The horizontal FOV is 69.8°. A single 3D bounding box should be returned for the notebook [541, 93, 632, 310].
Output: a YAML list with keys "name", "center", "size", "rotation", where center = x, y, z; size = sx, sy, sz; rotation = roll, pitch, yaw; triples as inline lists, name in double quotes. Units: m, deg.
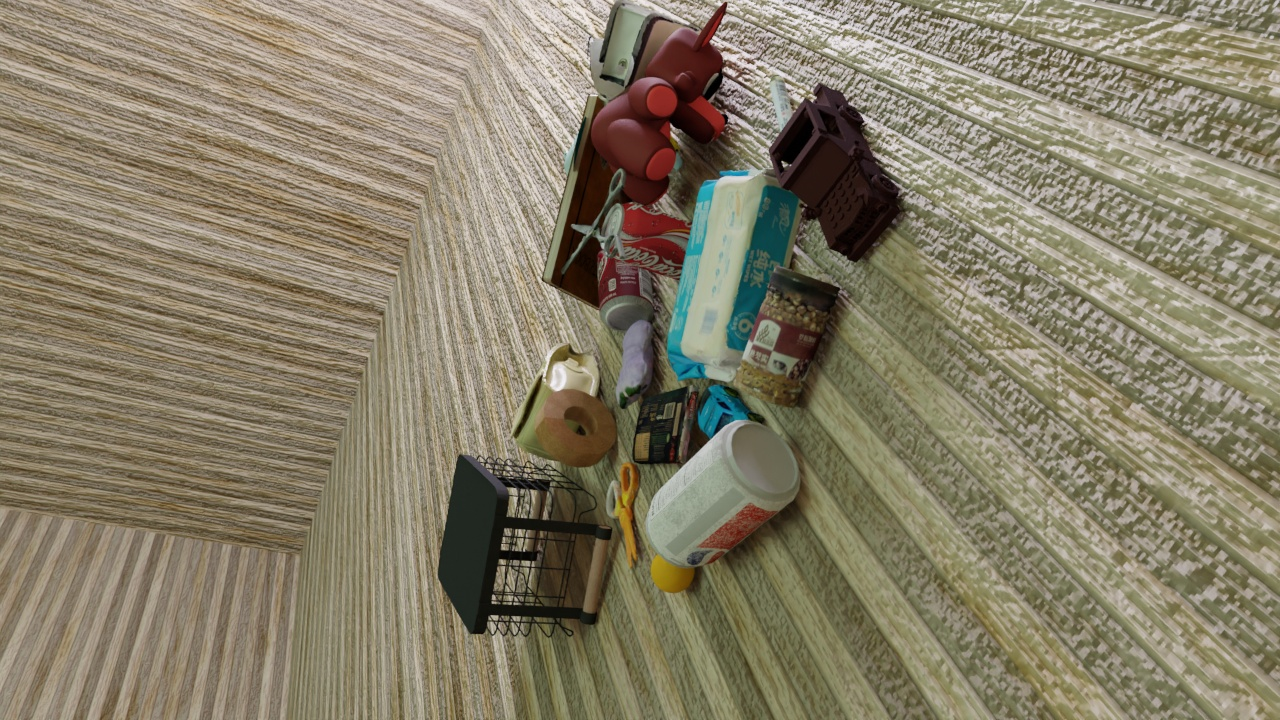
- name: "notebook"
  center: [-0.054, -0.200, 1.141]
  size: [0.014, 0.178, 0.249]
  rotation: [12, 85, 23]

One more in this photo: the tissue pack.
- name: "tissue pack"
  center: [0.084, -0.077, 0.853]
  size: [0.117, 0.066, 0.209]
  rotation: [11, 87, 65]

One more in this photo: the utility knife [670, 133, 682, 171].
- name: "utility knife"
  center: [0.031, -0.279, 1.157]
  size: [0.175, 0.017, 0.031]
  rotation: [-114, 36, -51]

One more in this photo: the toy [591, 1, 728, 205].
- name: "toy"
  center: [0.035, -0.279, 1.012]
  size: [0.197, 0.120, 0.158]
  rotation: [-54, -4, -4]

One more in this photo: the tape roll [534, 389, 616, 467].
- name: "tape roll"
  center: [-0.075, 0.078, 1.071]
  size: [0.027, 0.094, 0.093]
  rotation: [-53, 31, 39]

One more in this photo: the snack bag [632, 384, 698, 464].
- name: "snack bag"
  center: [0.023, 0.068, 0.930]
  size: [0.155, 0.018, 0.074]
  rotation: [159, 123, -73]

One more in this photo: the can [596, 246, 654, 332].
- name: "can"
  center: [-0.019, -0.092, 1.088]
  size: [0.063, 0.063, 0.114]
  rotation: [-51, 33, 43]

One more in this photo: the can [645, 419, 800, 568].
- name: "can"
  center: [0.065, 0.114, 0.761]
  size: [0.136, 0.078, 0.078]
  rotation: [-50, 33, 43]

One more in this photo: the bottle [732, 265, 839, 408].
- name: "bottle"
  center: [0.119, -0.019, 0.752]
  size: [0.056, 0.056, 0.105]
  rotation: [38, 111, 65]

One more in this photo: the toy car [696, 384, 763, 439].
- name: "toy car"
  center: [0.077, 0.056, 0.828]
  size: [0.048, 0.032, 0.105]
  rotation: [-67, 26, 16]

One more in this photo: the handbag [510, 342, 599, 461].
- name: "handbag"
  center: [-0.111, 0.052, 1.183]
  size: [0.111, 0.081, 0.120]
  rotation: [-86, 21, -53]

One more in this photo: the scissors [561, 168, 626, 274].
- name: "scissors"
  center: [-0.045, -0.132, 0.969]
  size: [0.142, 0.014, 0.171]
  rotation: [-61, 28, 23]

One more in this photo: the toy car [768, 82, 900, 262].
- name: "toy car"
  center: [0.154, -0.162, 0.755]
  size: [0.070, 0.061, 0.169]
  rotation: [-55, 31, 38]

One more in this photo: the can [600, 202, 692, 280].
- name: "can"
  center: [0.015, -0.128, 0.984]
  size: [0.064, 0.104, 0.064]
  rotation: [-45, 37, 49]

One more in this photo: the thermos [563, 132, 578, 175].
- name: "thermos"
  center: [-0.042, -0.334, 1.284]
  size: [0.078, 0.065, 0.207]
  rotation: [50, 129, 19]

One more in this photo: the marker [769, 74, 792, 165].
- name: "marker"
  center: [0.141, -0.225, 0.878]
  size: [0.017, 0.017, 0.146]
  rotation: [-50, 34, 44]

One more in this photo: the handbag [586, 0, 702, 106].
- name: "handbag"
  center: [-0.008, -0.330, 1.098]
  size: [0.074, 0.151, 0.176]
  rotation: [30, 113, 23]

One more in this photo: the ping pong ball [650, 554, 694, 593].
- name: "ping pong ball"
  center: [0.029, 0.192, 0.838]
  size: [0.040, 0.040, 0.040]
  rotation: [-45, 37, 49]

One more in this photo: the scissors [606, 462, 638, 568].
- name: "scissors"
  center: [-0.019, 0.174, 0.990]
  size: [0.074, 0.012, 0.131]
  rotation: [-54, 30, 40]

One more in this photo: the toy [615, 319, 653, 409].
- name: "toy"
  center: [-0.006, 0.006, 1.038]
  size: [0.080, 0.036, 0.099]
  rotation: [124, 157, -56]

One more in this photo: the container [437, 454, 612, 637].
- name: "container"
  center: [-0.143, 0.213, 1.079]
  size: [0.241, 0.130, 0.163]
  rotation: [-164, 84, -66]
